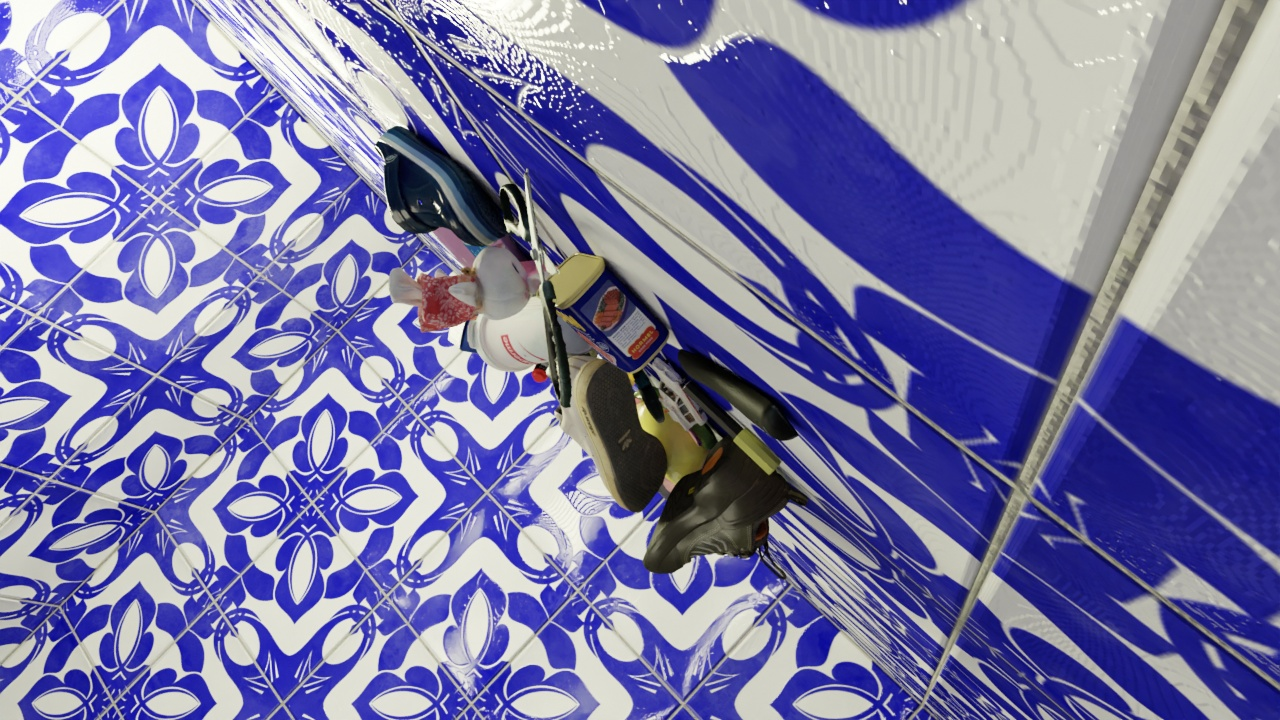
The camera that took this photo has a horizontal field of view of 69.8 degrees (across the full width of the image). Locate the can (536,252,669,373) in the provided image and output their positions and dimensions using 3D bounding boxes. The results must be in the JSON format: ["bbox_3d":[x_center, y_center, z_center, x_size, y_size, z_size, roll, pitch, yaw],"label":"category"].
[{"bbox_3d":[-0.034,-0.043,0.822,0.092,0.056,0.116,45,174,-20],"label":"can"}]

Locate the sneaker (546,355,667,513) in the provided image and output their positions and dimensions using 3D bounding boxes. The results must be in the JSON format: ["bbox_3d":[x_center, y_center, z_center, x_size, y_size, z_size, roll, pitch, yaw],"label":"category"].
[{"bbox_3d":[-0.046,0.084,1.054,0.102,0.088,0.242,17,144,34],"label":"sneaker"}]

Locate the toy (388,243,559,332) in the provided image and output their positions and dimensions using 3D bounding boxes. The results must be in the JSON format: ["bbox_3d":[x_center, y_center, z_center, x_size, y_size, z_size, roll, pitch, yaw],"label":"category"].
[{"bbox_3d":[-0.170,-0.081,0.988,0.159,0.194,0.084,-147,50,-70],"label":"toy"}]

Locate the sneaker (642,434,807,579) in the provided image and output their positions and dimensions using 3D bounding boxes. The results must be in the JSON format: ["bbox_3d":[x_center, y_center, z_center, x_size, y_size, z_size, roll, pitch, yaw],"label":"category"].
[{"bbox_3d":[0.105,0.187,1.046,0.143,0.100,0.239,30,135,-6],"label":"sneaker"}]

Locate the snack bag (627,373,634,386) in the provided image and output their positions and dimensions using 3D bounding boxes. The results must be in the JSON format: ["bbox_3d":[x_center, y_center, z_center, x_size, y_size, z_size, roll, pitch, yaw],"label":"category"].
[{"bbox_3d":[-0.022,0.023,1.372,0.026,0.020,0.099,40,174,-9],"label":"snack bag"}]

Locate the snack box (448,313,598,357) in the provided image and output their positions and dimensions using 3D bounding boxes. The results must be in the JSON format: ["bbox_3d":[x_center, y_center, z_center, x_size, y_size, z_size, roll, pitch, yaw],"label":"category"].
[{"bbox_3d":[-0.158,-0.032,1.271,0.206,0.057,0.056,10,-168,-32],"label":"snack box"}]

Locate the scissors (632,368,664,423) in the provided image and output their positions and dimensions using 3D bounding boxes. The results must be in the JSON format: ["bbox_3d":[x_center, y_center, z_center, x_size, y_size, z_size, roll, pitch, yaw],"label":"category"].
[{"bbox_3d":[-0.004,0.009,1.034,0.155,0.019,0.124,63,179,32],"label":"scissors"}]

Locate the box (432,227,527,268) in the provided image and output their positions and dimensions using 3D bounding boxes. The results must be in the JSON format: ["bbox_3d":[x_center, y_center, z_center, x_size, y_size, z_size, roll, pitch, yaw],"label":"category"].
[{"bbox_3d":[-0.206,-0.164,1.216,0.214,0.089,0.092,53,-152,-59],"label":"box"}]

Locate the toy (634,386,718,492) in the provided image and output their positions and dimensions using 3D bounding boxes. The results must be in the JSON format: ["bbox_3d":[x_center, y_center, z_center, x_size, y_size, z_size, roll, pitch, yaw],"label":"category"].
[{"bbox_3d":[0.050,0.105,1.147,0.238,0.087,0.190,36,150,17],"label":"toy"}]

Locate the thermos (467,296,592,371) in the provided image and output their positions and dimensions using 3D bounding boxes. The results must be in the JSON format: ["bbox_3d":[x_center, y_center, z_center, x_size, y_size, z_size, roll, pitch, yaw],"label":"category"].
[{"bbox_3d":[-0.129,-0.038,1.102,0.099,0.099,0.221,46,155,-20],"label":"thermos"}]

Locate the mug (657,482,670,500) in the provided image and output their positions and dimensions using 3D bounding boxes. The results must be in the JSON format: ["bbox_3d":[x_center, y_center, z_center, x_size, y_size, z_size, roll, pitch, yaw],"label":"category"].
[{"bbox_3d":[0.055,0.139,1.259,0.124,0.104,0.084,45,175,-8],"label":"mug"}]

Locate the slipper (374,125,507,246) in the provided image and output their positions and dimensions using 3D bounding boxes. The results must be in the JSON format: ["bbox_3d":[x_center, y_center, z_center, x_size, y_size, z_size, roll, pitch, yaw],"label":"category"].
[{"bbox_3d":[-0.242,-0.186,1.051,0.253,0.095,0.105,42,172,41],"label":"slipper"}]

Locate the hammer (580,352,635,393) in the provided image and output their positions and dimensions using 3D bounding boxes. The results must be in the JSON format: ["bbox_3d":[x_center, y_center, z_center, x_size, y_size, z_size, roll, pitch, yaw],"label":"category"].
[{"bbox_3d":[-0.005,0.064,1.280,0.318,0.032,0.130,39,-137,-37],"label":"hammer"}]

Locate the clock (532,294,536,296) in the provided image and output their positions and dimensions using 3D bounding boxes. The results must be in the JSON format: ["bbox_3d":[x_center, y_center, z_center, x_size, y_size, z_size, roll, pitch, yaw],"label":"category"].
[{"bbox_3d":[-0.160,-0.093,1.199,0.094,0.042,0.119,-2,155,12],"label":"clock"}]

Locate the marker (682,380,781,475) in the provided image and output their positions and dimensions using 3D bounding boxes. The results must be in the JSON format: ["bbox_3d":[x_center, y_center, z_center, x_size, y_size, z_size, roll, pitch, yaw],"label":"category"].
[{"bbox_3d":[0.091,0.067,0.930,0.124,0.017,0.021,44,174,15],"label":"marker"}]

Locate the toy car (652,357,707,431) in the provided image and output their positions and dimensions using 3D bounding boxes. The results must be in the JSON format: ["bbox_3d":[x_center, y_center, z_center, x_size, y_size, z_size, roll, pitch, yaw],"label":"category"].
[{"bbox_3d":[0.038,0.040,0.990,0.039,0.039,0.113,41,173,33],"label":"toy car"}]

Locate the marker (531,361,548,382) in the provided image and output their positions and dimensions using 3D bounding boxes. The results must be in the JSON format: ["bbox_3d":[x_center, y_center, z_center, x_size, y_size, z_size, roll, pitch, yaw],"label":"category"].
[{"bbox_3d":[-0.116,-0.025,1.219,0.144,0.021,0.023,-73,-30,-47],"label":"marker"}]

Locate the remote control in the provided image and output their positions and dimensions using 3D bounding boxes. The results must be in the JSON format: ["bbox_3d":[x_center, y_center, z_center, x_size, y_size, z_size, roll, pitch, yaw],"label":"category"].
[{"bbox_3d":[0.074,0.026,0.750,0.041,0.020,0.152,49,174,-31],"label":"remote control"}]

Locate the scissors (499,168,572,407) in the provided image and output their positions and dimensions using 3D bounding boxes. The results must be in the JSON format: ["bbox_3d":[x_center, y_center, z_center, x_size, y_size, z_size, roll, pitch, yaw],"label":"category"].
[{"bbox_3d":[-0.091,-0.073,0.785,0.201,0.015,0.202,-128,30,-59],"label":"scissors"}]
